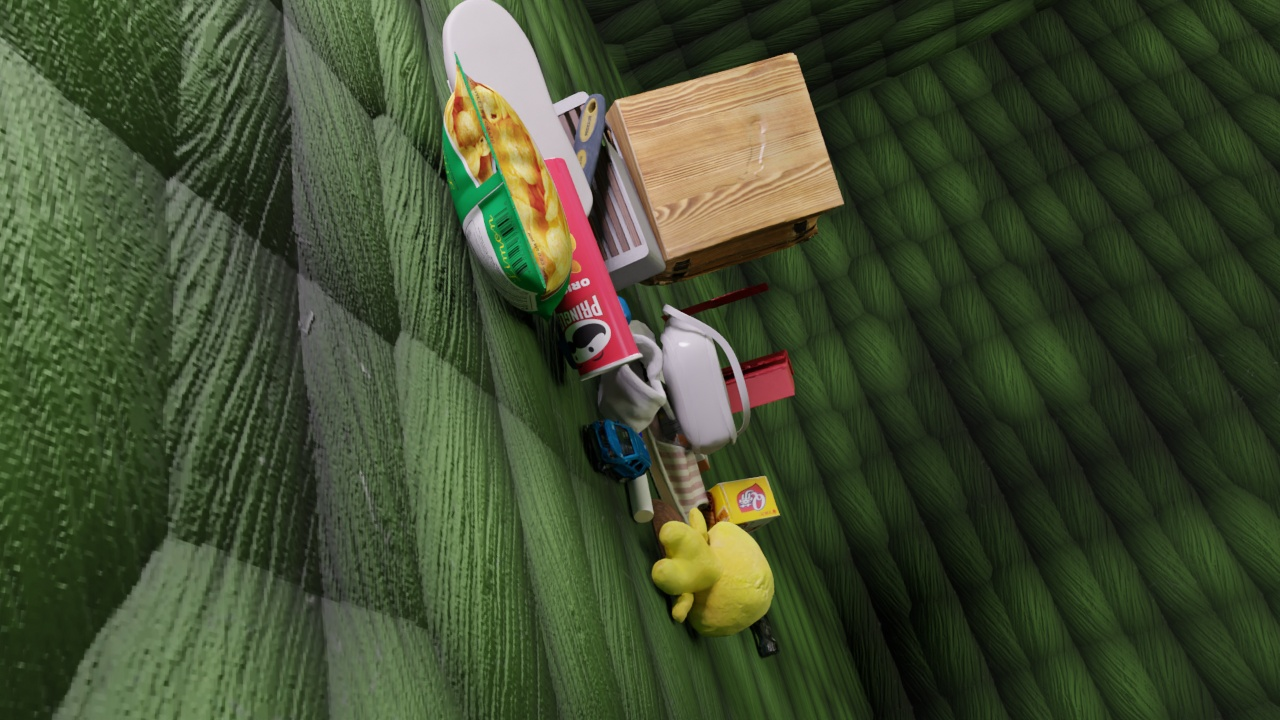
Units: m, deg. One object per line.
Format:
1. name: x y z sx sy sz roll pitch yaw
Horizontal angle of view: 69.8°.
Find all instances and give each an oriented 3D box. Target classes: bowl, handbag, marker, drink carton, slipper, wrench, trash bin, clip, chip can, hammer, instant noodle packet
1. bowl: 0.046 0.218 1.121 0.114 0.026 0.102 -102 166 -46
2. handbag: 0.075 0.015 1.271 0.222 0.095 0.216 -117 -169 -79
3. marker: -0.005 0.125 1.056 0.023 0.027 0.133 28 32 -32
4. drink carton: 0.063 0.111 1.388 0.124 0.048 0.076 -100 164 -52
5. slipper: 0.041 0.125 1.231 0.115 0.052 0.263 -6 73 -78
6. wrench: -0.073 -0.205 1.084 0.022 0.073 0.272 52 41 -56
7. trash bin: -0.068 -0.210 1.202 0.114 0.114 0.228 16 52 -77
8. clip: 0.009 0.049 1.310 0.102 0.052 0.058 66 -19 -4
9. chip can: -0.070 -0.094 0.945 0.069 0.069 0.220 -14 82 -80
10. hammer: 0.136 0.339 1.333 0.319 0.032 0.130 52 19 -56
11. instant noodle packet: -0.117 -0.136 0.820 0.253 0.090 0.195 141 -73 -84
12. slipper: -0.007 0.007 1.143 0.112 0.075 0.246 52 14 -17
13. slipper: -0.148 -0.260 1.024 0.112 0.081 0.266 -36 103 -34

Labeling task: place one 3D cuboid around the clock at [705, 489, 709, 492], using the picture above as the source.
1. clock: 0.116 0.249 1.403 0.094 0.035 0.123 -91 158 -65

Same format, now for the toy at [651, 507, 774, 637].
1. toy: 0.083 0.246 1.051 0.207 0.092 0.133 31 66 -37

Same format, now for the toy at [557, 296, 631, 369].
1. toy: -0.055 -0.045 1.033 0.176 0.071 0.112 3 85 -61

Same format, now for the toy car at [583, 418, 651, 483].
1. toy car: -0.022 0.095 0.986 0.120 0.044 0.056 45 25 -65

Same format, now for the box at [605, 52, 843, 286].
1. box: 0.099 -0.244 1.402 0.335 0.278 0.286 161 -90 -75

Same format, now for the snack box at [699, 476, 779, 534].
1. snack box: 0.129 0.211 1.286 0.106 0.083 0.061 -50 -128 54

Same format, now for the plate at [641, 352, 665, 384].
1. plate: 0.037 0.010 1.413 0.134 0.011 0.134 39 13 -11

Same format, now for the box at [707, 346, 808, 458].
1. box: 0.163 0.082 1.537 0.164 0.214 0.153 -38 111 -79
